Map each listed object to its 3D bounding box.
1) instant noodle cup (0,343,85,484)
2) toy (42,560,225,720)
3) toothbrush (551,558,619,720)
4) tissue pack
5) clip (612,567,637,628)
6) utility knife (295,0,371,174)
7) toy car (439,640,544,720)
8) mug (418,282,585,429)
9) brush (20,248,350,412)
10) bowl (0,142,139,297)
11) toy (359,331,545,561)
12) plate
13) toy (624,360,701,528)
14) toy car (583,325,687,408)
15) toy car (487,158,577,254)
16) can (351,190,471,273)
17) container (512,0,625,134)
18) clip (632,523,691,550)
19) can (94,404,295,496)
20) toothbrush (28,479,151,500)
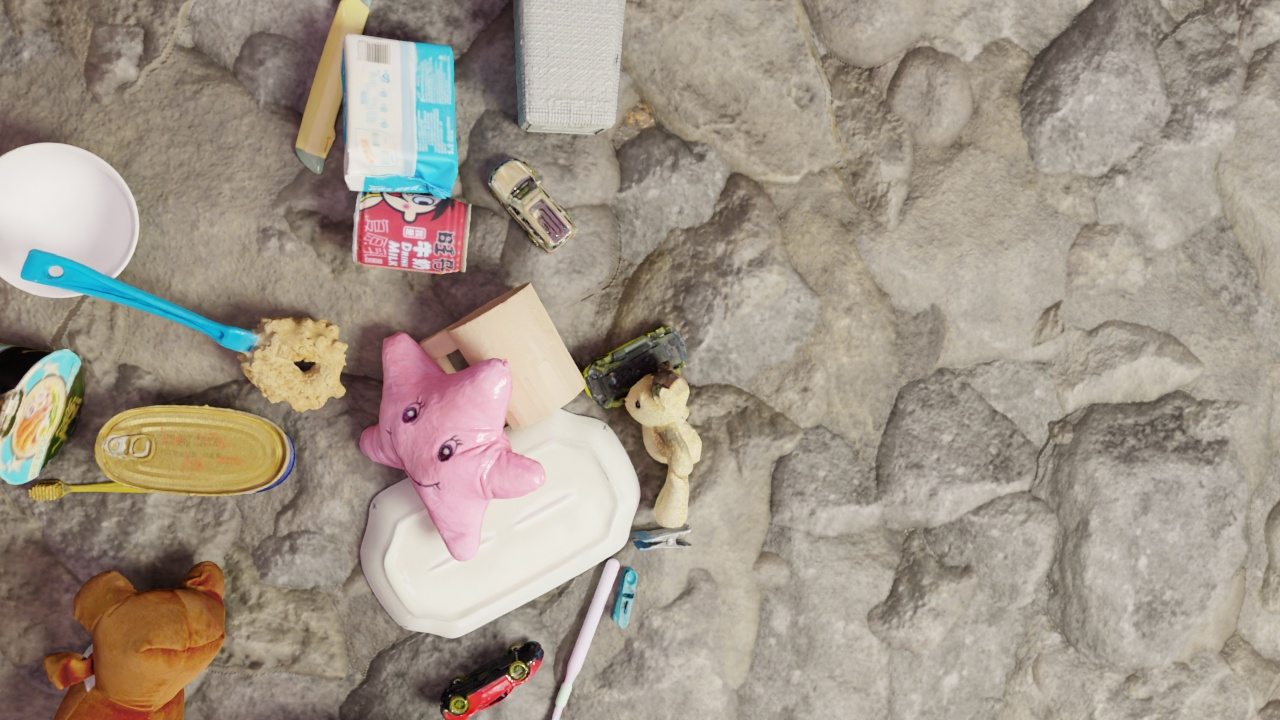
[{"bbox_3d":[-0.528,0.027,0.721,0.120,0.111,0.111,18,92,-5],"label":"instant noodle cup"},{"bbox_3d":[-0.424,0.263,0.757,0.140,0.130,0.200,7,109,-50],"label":"toy"},{"bbox_3d":[-0.055,0.279,0.878,0.021,0.029,0.189,19,91,25],"label":"toothbrush"},{"bbox_3d":[-0.200,-0.202,0.758,0.090,0.063,0.140,0,73,-21],"label":"tissue pack"},{"bbox_3d":[-0.015,0.227,0.880,0.014,0.040,0.056,14,86,-13],"label":"clip"},{"bbox_3d":[-0.254,-0.262,0.781,0.031,0.021,0.207,18,99,-17],"label":"utility knife"},{"bbox_3d":[-0.135,0.297,0.849,0.106,0.049,0.031,-30,101,-7],"label":"toy car"},{"bbox_3d":[-0.124,0.005,0.811,0.125,0.084,0.103,-26,103,17],"label":"mug"},{"bbox_3d":[-0.355,-0.028,0.742,0.254,0.046,0.083,24,102,-29],"label":"brush"},{"bbox_3d":[-0.455,-0.110,0.735,0.118,0.065,0.118,-1,96,-10],"label":"bowl"},{"bbox_3d":[-0.162,0.054,0.774,0.194,0.074,0.179,47,116,16],"label":"toy"},{"bbox_3d":[-0.125,0.153,0.842,0.265,0.034,0.162,-26,100,-7],"label":"plate"},{"bbox_3d":[0.023,0.080,0.837,0.066,0.105,0.157,-2,115,9],"label":"toy"},{"bbox_3d":[-0.005,0.005,0.852,0.105,0.032,0.048,-28,103,-19],"label":"toy car"},{"bbox_3d":[-0.097,-0.139,0.817,0.042,0.035,0.090,-41,99,-5],"label":"toy car"},{"bbox_3d":[-0.194,-0.110,0.784,0.093,0.066,0.066,5,95,-12],"label":"can"},{"bbox_3d":[-0.063,-0.255,0.785,0.090,0.090,0.114,0,99,-10],"label":"container"},{"bbox_3d":[0.022,0.170,0.879,0.057,0.025,0.033,-1,101,-16],"label":"clip"},{"bbox_3d":[-0.370,0.077,0.772,0.148,0.049,0.074,4,79,-12],"label":"can"},{"bbox_3d":[-0.420,0.109,0.790,0.190,0.016,0.016,-1,97,-11],"label":"toothbrush"}]
